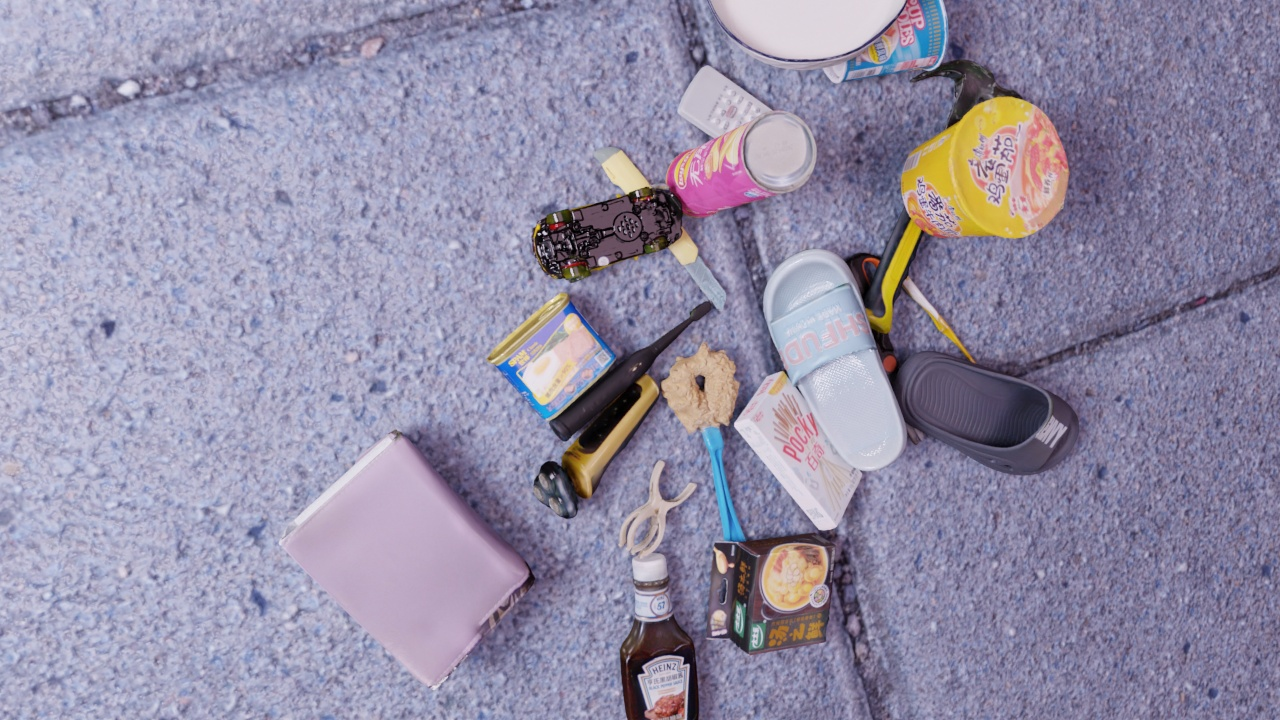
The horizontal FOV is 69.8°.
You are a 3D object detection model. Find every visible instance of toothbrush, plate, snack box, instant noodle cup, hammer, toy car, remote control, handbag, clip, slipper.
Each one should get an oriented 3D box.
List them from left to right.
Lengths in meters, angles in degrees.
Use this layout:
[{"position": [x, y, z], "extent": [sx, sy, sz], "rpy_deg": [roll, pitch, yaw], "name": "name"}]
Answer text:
[{"position": [-0.214, 0.182, 0.861], "extent": [0.145, 0.098, 0.197], "rpy_deg": [-42, 102, -8], "name": "handbag"}, {"position": [-0.031, -0.127, 0.919], "extent": [0.155, 0.041, 0.071], "rpy_deg": [-19, 99, -9], "name": "toy car"}, {"position": [-0.006, 0.005, 0.933], "extent": [0.212, 0.027, 0.026], "rpy_deg": [-41, 104, -18], "name": "toothbrush"}, {"position": [0.014, 0.157, 0.958], "extent": [0.071, 0.035, 0.100], "rpy_deg": [37, 79, -14], "name": "clip"}, {"position": [0.113, -0.245, 0.963], "extent": [0.150, 0.021, 0.058], "rpy_deg": [30, 86, -15], "name": "remote control"}, {"position": [0.141, 0.248, 0.981], "extent": [0.125, 0.053, 0.113], "rpy_deg": [-2, 101, -27], "name": "snack box"}, {"position": [0.172, 0.097, 0.981], "extent": [0.157, 0.027, 0.084], "rpy_deg": [51, 49, -13], "name": "snack box"}, {"position": [0.165, -0.377, 0.916], "extent": [0.205, 0.045, 0.204], "rpy_deg": [-2, 74, 7], "name": "plate"}, {"position": [0.201, 0.006, 0.954], "extent": [0.104, 0.074, 0.245], "rpy_deg": [-23, 94, 22], "name": "slipper"}, {"position": [0.248, -0.339, 0.962], "extent": [0.110, 0.099, 0.099], "rpy_deg": [-18, 98, -6], "name": "instant noodle cup"}, {"position": [0.309, -0.184, 1.005], "extent": [0.126, 0.032, 0.323], "rpy_deg": [27, 82, -14], "name": "hammer"}, {"position": [0.337, -0.041, 1.043], "extent": [0.018, 0.016, 0.191], "rpy_deg": [-43, 104, 0], "name": "toothbrush"}, {"position": [0.344, -0.186, 0.941], "extent": [0.138, 0.110, 0.138], "rpy_deg": [0, 88, -17], "name": "instant noodle cup"}, {"position": [0.403, 0.068, 1.025], "extent": [0.268, 0.083, 0.111], "rpy_deg": [19, 94, -23], "name": "slipper"}]

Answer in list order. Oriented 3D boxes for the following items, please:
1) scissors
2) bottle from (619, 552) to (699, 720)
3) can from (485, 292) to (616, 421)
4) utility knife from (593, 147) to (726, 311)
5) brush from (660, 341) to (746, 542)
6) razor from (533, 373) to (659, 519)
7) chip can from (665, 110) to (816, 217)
[{"position": [0.254, -0.002, 1.015], "extent": [0.141, 0.022, 0.235], "rpy_deg": [-7, 93, -22], "name": "scissors"}, {"position": [0.017, 0.301, 0.963], "extent": [0.079, 0.044, 0.195], "rpy_deg": [-6, 95, -16], "name": "bottle"}, {"position": [-0.087, -0.003, 0.906], "extent": [0.102, 0.057, 0.083], "rpy_deg": [-42, 106, -9], "name": "can"}, {"position": [0.026, -0.137, 0.947], "extent": [0.031, 0.022, 0.210], "rpy_deg": [-40, 96, -6], "name": "utility knife"}, {"position": [0.082, 0.106, 0.974], "extent": [0.083, 0.046, 0.255], "rpy_deg": [-18, 102, -18], "name": "brush"}, {"position": [-0.041, 0.081, 0.926], "extent": [0.167, 0.062, 0.067], "rpy_deg": [-49, 139, -13], "name": "razor"}, {"position": [0.087, -0.179, 0.862], "extent": [0.071, 0.211, 0.071], "rpy_deg": [-1, 94, -15], "name": "chip can"}]
